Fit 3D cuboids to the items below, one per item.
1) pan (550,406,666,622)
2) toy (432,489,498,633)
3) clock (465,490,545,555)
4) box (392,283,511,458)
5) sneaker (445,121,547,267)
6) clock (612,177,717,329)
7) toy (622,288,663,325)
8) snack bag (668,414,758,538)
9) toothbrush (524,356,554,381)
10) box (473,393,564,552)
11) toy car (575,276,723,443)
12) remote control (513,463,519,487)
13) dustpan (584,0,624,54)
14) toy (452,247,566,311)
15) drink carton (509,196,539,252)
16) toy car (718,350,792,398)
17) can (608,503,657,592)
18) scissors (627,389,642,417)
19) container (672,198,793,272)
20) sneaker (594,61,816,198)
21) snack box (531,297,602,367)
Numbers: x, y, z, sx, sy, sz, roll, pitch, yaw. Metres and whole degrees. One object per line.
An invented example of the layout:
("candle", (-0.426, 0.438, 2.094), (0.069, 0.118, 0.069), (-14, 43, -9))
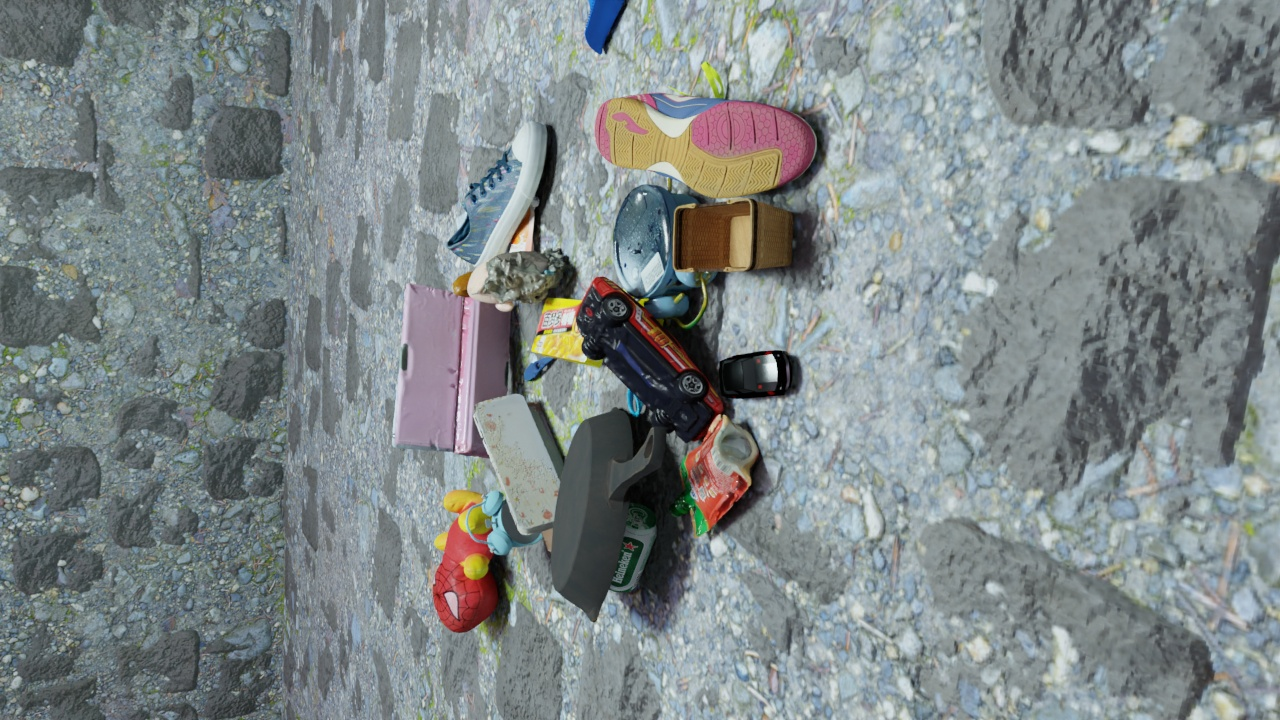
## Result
("pan", (-0.042, 0.140, 0.978), (0.357, 0.043, 0.248), (125, 153, -61))
("toy", (-0.261, 0.312, 1.399), (0.147, 0.098, 0.216), (-144, 59, -65))
("clock", (-0.179, 0.216, 1.235), (0.042, 0.123, 0.087), (-31, 65, 44))
("box", (-0.250, 0.016, 1.276), (0.059, 0.179, 0.232), (-10, 75, 42))
("sneaker", (-0.200, -0.226, 1.264), (0.236, 0.079, 0.087), (-59, 27, 30))
("clock", (0.026, -0.107, 0.942), (0.118, 0.060, 0.162), (-48, 52, 49))
("toy", (-0.011, -0.039, 1.011), (0.096, 0.041, 0.094), (-28, 55, 38))
("snack bag", (0.064, 0.121, 0.915), (0.156, 0.044, 0.087), (124, 139, -50))
("toothbrush", (-0.134, 0.005, 1.253), (0.133, 0.016, 0.021), (-33, 71, 54))
("box", (-0.145, 0.151, 1.227), (0.107, 0.094, 0.216), (84, 163, -52))
("toy car", (0.006, 0.000, 0.935), (0.189, 0.056, 0.082), (48, 146, 11))
("remote control", (-0.169, 0.162, 1.323), (0.039, 0.010, 0.124), (-39, 59, 53))
("dustpan", (-0.033, -0.527, 1.026), (0.258, 0.059, 0.245), (-39, 59, 51))
("toy", (-0.179, -0.102, 1.205), (0.176, 0.132, 0.076), (-4, 97, 41))
("drink carton", (-0.165, -0.167, 1.287), (0.069, 0.038, 0.122), (3, 88, 59))
("toy car", (0.102, 0.014, 0.843), (0.092, 0.036, 0.042), (-10, 83, 59))
("can", (-0.016, 0.213, 1.031), (0.053, 0.053, 0.101), (52, 134, 45))
("scissors", (0.000, -0.007, 1.038), (0.110, 0.015, 0.132), (-42, 51, 54))
("container", (0.086, -0.111, 0.837), (0.114, 0.061, 0.063), (7, 97, 56))
("sneaker", (0.069, -0.217, 0.863), (0.242, 0.090, 0.116), (19, 114, 37))
("snack box", (-0.085, -0.037, 1.142), (0.152, 0.025, 0.075), (10, 83, 58))
